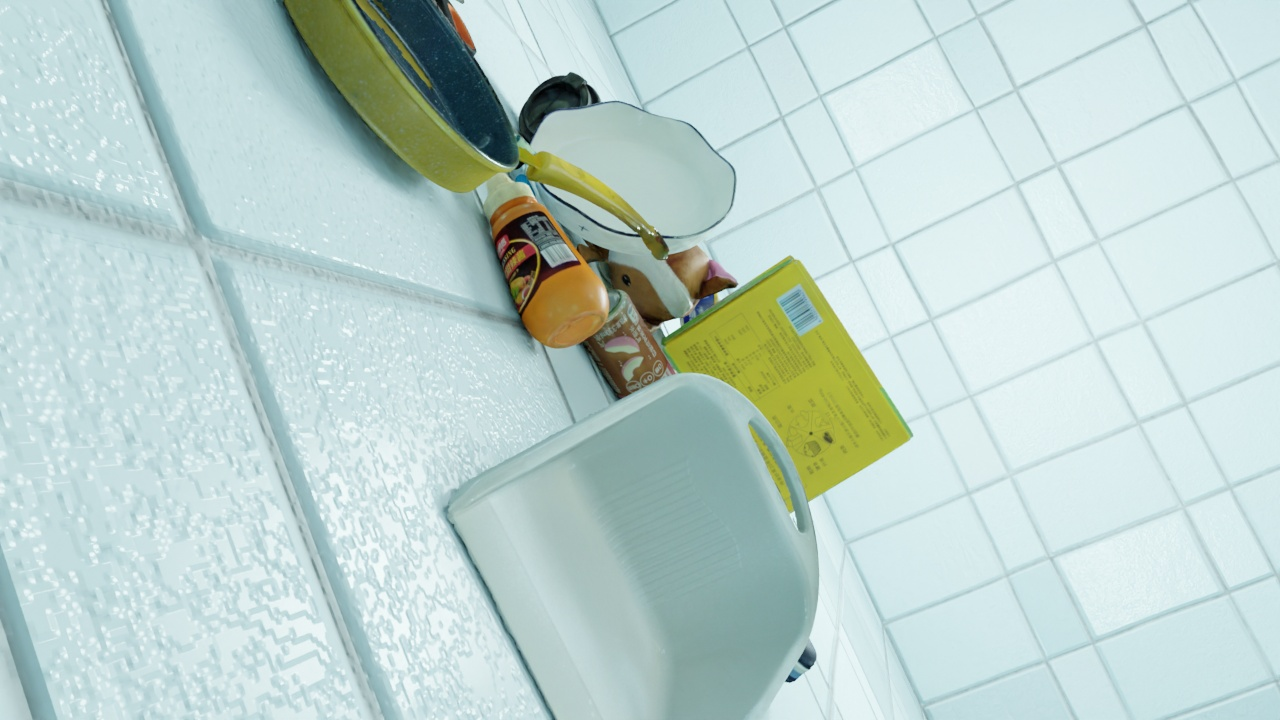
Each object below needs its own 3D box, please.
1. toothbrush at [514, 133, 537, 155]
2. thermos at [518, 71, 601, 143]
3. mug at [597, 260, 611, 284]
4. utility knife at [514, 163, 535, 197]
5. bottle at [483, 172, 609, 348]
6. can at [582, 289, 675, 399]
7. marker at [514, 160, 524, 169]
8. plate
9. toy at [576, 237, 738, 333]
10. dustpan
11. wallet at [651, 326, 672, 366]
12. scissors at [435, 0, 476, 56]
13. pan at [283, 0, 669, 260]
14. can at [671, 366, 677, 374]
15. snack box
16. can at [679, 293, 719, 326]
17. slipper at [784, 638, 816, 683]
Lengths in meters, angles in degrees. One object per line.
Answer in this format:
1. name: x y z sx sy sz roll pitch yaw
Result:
1. toothbrush: -0.105 -0.185 0.758 0.191 0.018 0.016 29 36 -35
2. thermos: -0.074 -0.243 1.025 0.143 0.093 0.093 60 10 -60
3. mug: 0.011 -0.124 1.096 0.103 0.084 0.123 48 56 -63
4. utility knife: -0.105 -0.149 0.836 0.034 0.018 0.222 60 10 -29
5. bottle: -0.080 -0.083 0.699 0.149 0.067 0.066 60 9 19
6. can: -0.005 0.005 0.852 0.147 0.058 0.057 58 13 -32
7. marker: -0.143 -0.235 0.843 0.018 0.022 0.131 32 -24 59
8. plate: -0.009 -0.174 0.887 0.046 0.204 0.204 109 -27 -46
9. toy: 0.003 -0.117 0.942 0.199 0.140 0.130 63 11 30
10. dustpan: 0.032 0.118 0.554 0.222 0.143 0.257 64 9 -4
11. wallet: 0.032 0.013 1.071 0.106 0.037 0.129 62 11 -10
12. scissors: -0.197 -0.341 0.808 0.232 0.022 0.220 61 12 20
13. pan: -0.098 -0.166 0.647 0.357 0.078 0.197 46 19 -42
14. can: 0.042 0.068 0.936 0.058 0.058 0.146 58 12 -30
15. snack box: 0.141 0.026 0.899 0.210 0.158 0.070 56 9 -6
16. can: 0.079 -0.006 1.090 0.074 0.049 0.148 29 52 -81
17. slipper: 0.120 0.195 0.933 0.252 0.095 0.105 65 13 22
